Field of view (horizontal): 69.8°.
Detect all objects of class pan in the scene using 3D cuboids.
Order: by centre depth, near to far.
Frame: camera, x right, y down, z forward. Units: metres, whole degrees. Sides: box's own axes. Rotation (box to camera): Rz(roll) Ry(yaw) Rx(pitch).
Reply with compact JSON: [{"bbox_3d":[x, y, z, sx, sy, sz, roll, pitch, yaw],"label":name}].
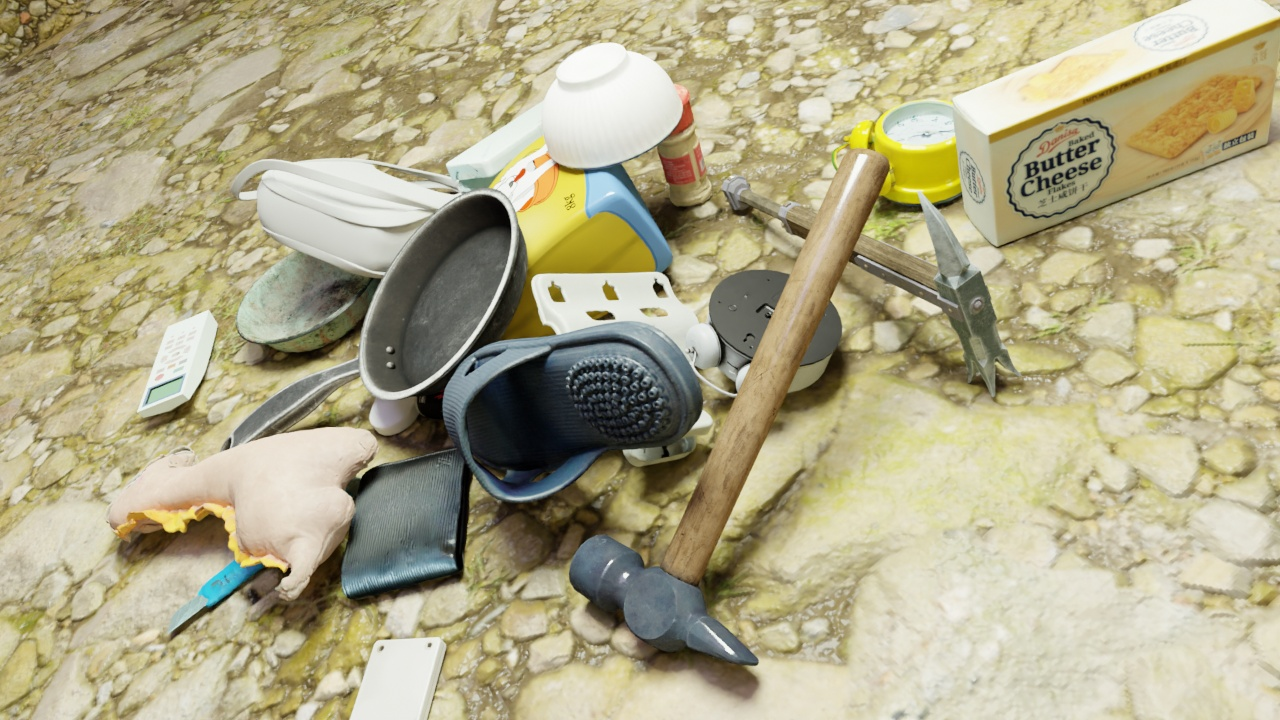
[{"bbox_3d":[-0.222,-0.005,0.756,0.358,0.055,0.187,-37,43,22],"label":"pan"}]

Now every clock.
[{"bbox_3d":[0.084,-0.014,0.643,0.094,0.035,0.122,36,52,21],"label":"clock"},{"bbox_3d":[0.216,-0.166,0.744,0.119,0.057,0.083,-9,45,9],"label":"clock"}]

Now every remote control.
[{"bbox_3d":[-0.158,0.234,0.558,0.050,0.011,0.135,-9,45,18],"label":"remote control"},{"bbox_3d":[-0.201,0.009,0.804,0.043,0.013,0.136,-8,45,18],"label":"remote control"},{"bbox_3d":[-0.462,0.004,0.927,0.049,0.024,0.143,-21,40,5],"label":"remote control"}]

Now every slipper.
[{"bbox_3d":[-0.072,0.039,0.580,0.082,0.101,0.264,-37,12,-36],"label":"slipper"}]

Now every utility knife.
[{"bbox_3d":[-0.288,0.146,0.709,0.178,0.015,0.031,-41,40,-14],"label":"utility knife"}]

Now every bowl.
[{"bbox_3d":[-0.030,-0.214,0.742,0.118,0.062,0.117,-12,43,12],"label":"bowl"},{"bbox_3d":[-0.322,-0.061,0.914,0.158,0.038,0.157,-14,43,13],"label":"bowl"}]

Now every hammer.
[{"bbox_3d":[0.073,0.020,0.548,0.129,0.040,0.321,22,86,41],"label":"hammer"},{"bbox_3d":[0.140,-0.096,0.681,0.028,0.147,0.317,-37,32,-6],"label":"hammer"}]

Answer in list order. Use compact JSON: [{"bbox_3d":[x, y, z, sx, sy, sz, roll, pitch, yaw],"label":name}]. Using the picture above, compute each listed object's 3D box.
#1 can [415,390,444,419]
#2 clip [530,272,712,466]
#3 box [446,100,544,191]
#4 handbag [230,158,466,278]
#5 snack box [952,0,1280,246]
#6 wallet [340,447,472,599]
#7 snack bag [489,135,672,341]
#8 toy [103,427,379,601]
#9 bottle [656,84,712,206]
[{"bbox_3d":[-0.140,0.033,0.736,0.081,0.031,0.031,2,49,28],"label":"can"},{"bbox_3d":[-0.013,0.010,0.656,0.126,0.097,0.152,-8,71,-37],"label":"clip"},{"bbox_3d":[-0.113,-0.232,0.951,0.083,0.066,0.198,25,49,22],"label":"box"},{"bbox_3d":[-0.256,-0.165,0.911,0.216,0.096,0.222,21,28,17],"label":"handbag"},{"bbox_3d":[0.337,-0.172,0.657,0.208,0.104,0.057,-21,42,5],"label":"snack box"},{"bbox_3d":[-0.169,0.115,0.673,0.089,0.026,0.114,-16,43,8],"label":"wallet"},{"bbox_3d":[-0.093,-0.094,0.803,0.205,0.102,0.159,-35,41,10],"label":"snack bag"},{"bbox_3d":[-0.323,0.116,0.697,0.265,0.065,0.195,-13,33,18],"label":"toy"},{"bbox_3d":[0.034,-0.189,0.818,0.044,0.109,0.044,-10,45,10],"label":"bottle"}]
